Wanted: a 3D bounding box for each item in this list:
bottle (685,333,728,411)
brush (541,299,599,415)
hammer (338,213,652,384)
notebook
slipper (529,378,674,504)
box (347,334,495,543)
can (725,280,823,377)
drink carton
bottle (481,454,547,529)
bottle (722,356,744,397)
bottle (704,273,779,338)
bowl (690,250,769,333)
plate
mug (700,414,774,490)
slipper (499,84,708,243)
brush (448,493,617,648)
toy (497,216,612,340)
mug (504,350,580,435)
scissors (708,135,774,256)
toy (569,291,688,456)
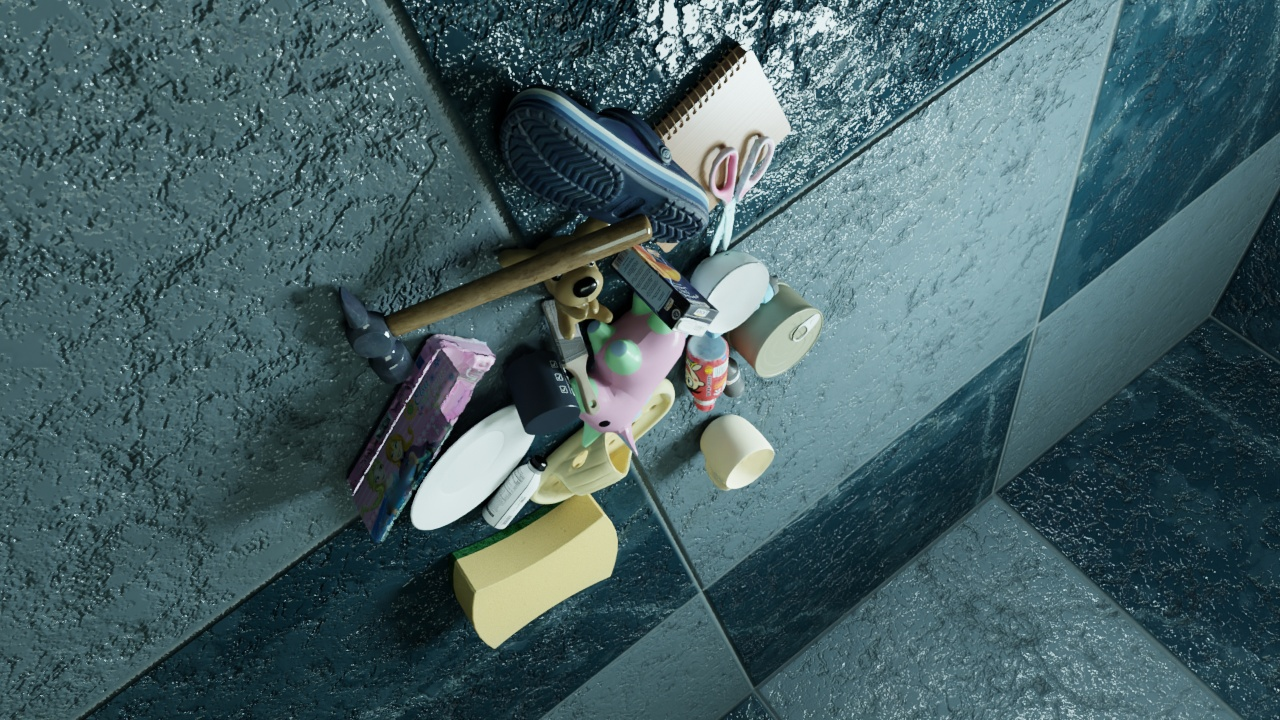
[{"bbox_3d":[0.095,0.022,1.338,0.061,0.062,0.138,-28,145,-21],"label":"bottle"},{"bbox_3d":[-0.079,-0.004,1.090,0.038,0.012,0.151,-26,105,-33],"label":"brush"},{"bbox_3d":[-0.140,-0.078,0.919,0.322,0.040,0.129,-22,144,-1],"label":"hammer"},{"bbox_3d":[0.068,-0.236,1.041,0.210,0.022,0.169,-44,148,4],"label":"notebook"},{"bbox_3d":[-0.042,0.132,1.311,0.261,0.079,0.111,-42,151,-1],"label":"slipper"},{"bbox_3d":[-0.235,0.092,1.030,0.086,0.105,0.231,8,123,-50],"label":"box"},{"bbox_3d":[0.196,-0.046,1.352,0.127,0.073,0.128,-27,145,-22],"label":"can"},{"bbox_3d":[0.029,-0.083,1.079,0.064,0.130,0.040,8,122,-51],"label":"drink carton"},{"bbox_3d":[-0.170,0.178,1.262,0.116,0.041,0.041,-51,147,14],"label":"bottle"},{"bbox_3d":[0.133,0.020,1.398,0.036,0.036,0.110,-38,148,-6],"label":"bottle"},{"bbox_3d":[0.141,-0.081,1.285,0.130,0.040,0.040,-35,147,-11],"label":"bottle"},{"bbox_3d":[0.107,-0.097,1.207,0.113,0.063,0.114,-27,143,-23],"label":"bowl"},{"bbox_3d":[-0.210,0.131,1.158,0.208,0.015,0.209,-42,161,-19],"label":"plate"},{"bbox_3d":[0.145,0.151,1.506,0.096,0.099,0.120,2,130,-45],"label":"mug"},{"bbox_3d":[-0.033,-0.199,0.919,0.252,0.095,0.105,25,149,-37],"label":"slipper"},{"bbox_3d":[-0.159,0.312,1.399,0.249,0.075,0.195,-28,145,-20],"label":"brush"},{"bbox_3d":[-0.077,-0.086,1.005,0.134,0.106,0.108,-26,134,-17],"label":"toy"},{"bbox_3d":[-0.117,0.046,1.117,0.071,0.077,0.105,-21,158,-6],"label":"mug"},{"bbox_3d":[0.123,-0.198,1.117,0.105,0.016,0.179,-30,147,-20],"label":"scissors"},{"bbox_3d":[-0.007,0.007,1.178,0.222,0.120,0.171,-39,143,-12],"label":"toy"}]
